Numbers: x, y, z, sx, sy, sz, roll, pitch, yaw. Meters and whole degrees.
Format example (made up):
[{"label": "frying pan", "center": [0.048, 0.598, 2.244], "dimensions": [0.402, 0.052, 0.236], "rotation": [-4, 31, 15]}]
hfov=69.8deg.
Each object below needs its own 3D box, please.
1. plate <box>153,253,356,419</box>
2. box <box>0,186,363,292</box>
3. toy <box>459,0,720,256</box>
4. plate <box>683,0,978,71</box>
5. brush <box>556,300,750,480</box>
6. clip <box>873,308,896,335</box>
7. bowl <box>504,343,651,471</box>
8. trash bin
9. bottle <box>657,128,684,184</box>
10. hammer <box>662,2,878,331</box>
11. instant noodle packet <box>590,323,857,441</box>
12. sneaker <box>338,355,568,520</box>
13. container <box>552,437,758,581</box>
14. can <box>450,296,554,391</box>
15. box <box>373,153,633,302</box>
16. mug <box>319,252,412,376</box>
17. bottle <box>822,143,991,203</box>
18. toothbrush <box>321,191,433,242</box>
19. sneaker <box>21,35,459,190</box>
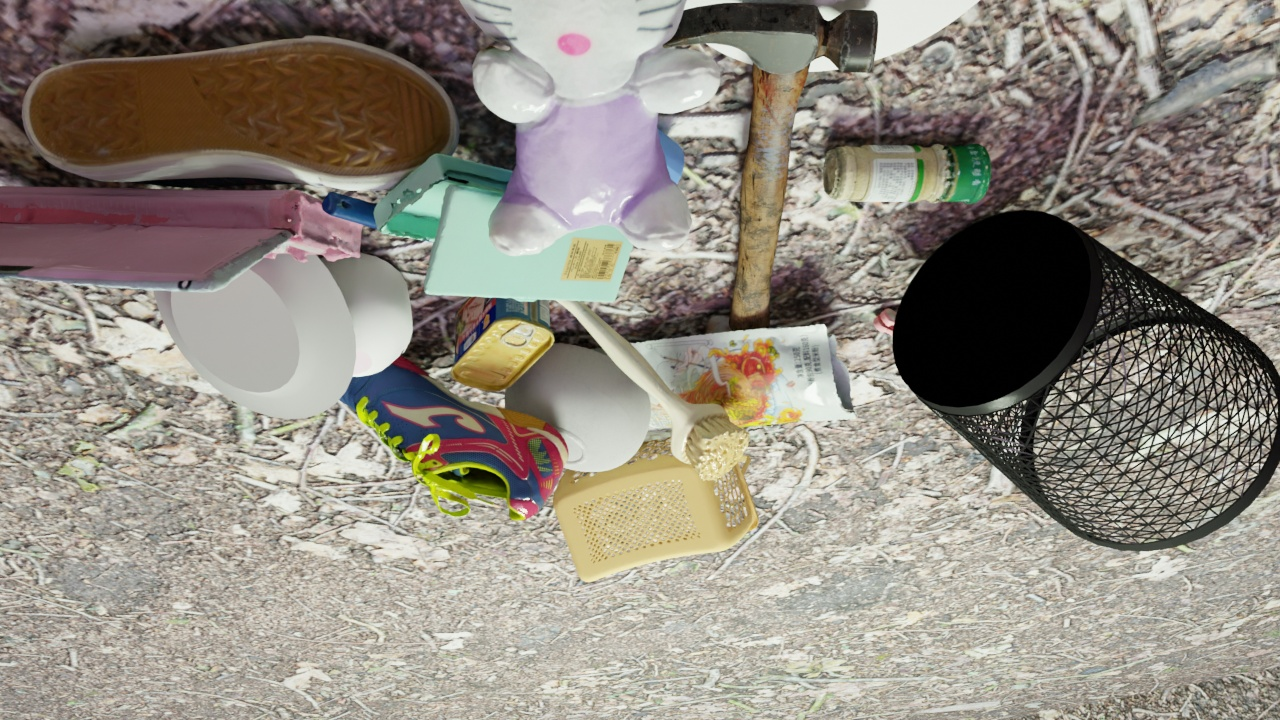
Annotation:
[{"label": "plate", "center": [-0.286, -0.028, 0.660], "dimensions": [0.173, 0.019, 0.173], "rotation": [9, 120, 16]}, {"label": "box", "center": [-0.306, -0.078, 0.541], "dimensions": [0.233, 0.179, 0.055], "rotation": [2, 102, 7]}, {"label": "toy", "center": [-0.027, -0.160, 0.491], "dimensions": [0.138, 0.085, 0.210], "rotation": [-1, 122, 3]}, {"label": "plate", "center": [0.112, -0.237, 0.480], "dimensions": [0.229, 0.030, 0.230], "rotation": [-3, 146, -3]}, {"label": "brush", "center": [-0.004, 0.004, 0.738], "dimensions": [0.272, 0.062, 0.077], "rotation": [46, 166, -27]}, {"label": "clip", "center": [0.235, -0.032, 0.809], "dimensions": [0.057, 0.022, 0.035], "rotation": [15, 145, -25]}, {"label": "bowl", "center": [-0.061, 0.052, 0.813], "dimensions": [0.132, 0.064, 0.132], "rotation": [14, 142, 11]}, {"label": "trash bin", "center": [0.344, 0.011, 0.734], "dimensions": [0.243, 0.216, 0.218], "rotation": [28, 134, -30]}, {"label": "bottle", "center": [-0.031, -0.148, 0.577], "dimensions": [0.048, 0.048, 0.131], "rotation": [-31, 138, 33]}, {"label": "hammer", "center": [0.077, -0.111, 0.647], "dimensions": [0.120, 0.033, 0.331], "rotation": [6, 151, 6]}, {"label": "instant noodle packet", "center": [0.048, 0.030, 0.825], "dimensions": [0.270, 0.057, 0.147], "rotation": [-9, 138, 23]}, {"label": "sneaker", "center": [-0.183, 0.059, 0.760], "dimensions": [0.242, 0.090, 0.116], "rotation": [21, 148, 9]}, {"label": "container", "center": [0.017, 0.139, 0.953], "dimensions": [0.184, 0.129, 0.166], "rotation": [-18, -174, 19]}, {"label": "can", "center": [-0.112, -0.026, 0.737], "dimensions": [0.054, 0.059, 0.100], "rotation": [19, 140, -31]}, {"label": "box", "center": [-0.070, -0.072, 0.597], "dimensions": [0.078, 0.079, 0.188], "rotation": [-31, 163, 30]}, {"label": "mug", "center": [-0.232, -0.024, 0.708], "dimensions": [0.124, 0.076, 0.090], "rotation": [-31, 138, 33]}, {"label": "bottle", "center": [0.184, -0.130, 0.638], "dimensions": [0.110, 0.042, 0.043], "rotation": [-1, 146, -5]}, {"label": "toothbrush", "center": [-0.143, -0.084, 0.622], "dimensions": [0.017, 0.016, 0.189], "rotation": [-13, 170, 25]}, {"label": "sneaker", "center": [-0.229, -0.142, 0.554], "dimensions": [0.235, 0.087, 0.079], "rotation": [-3, -179, -10]}]
